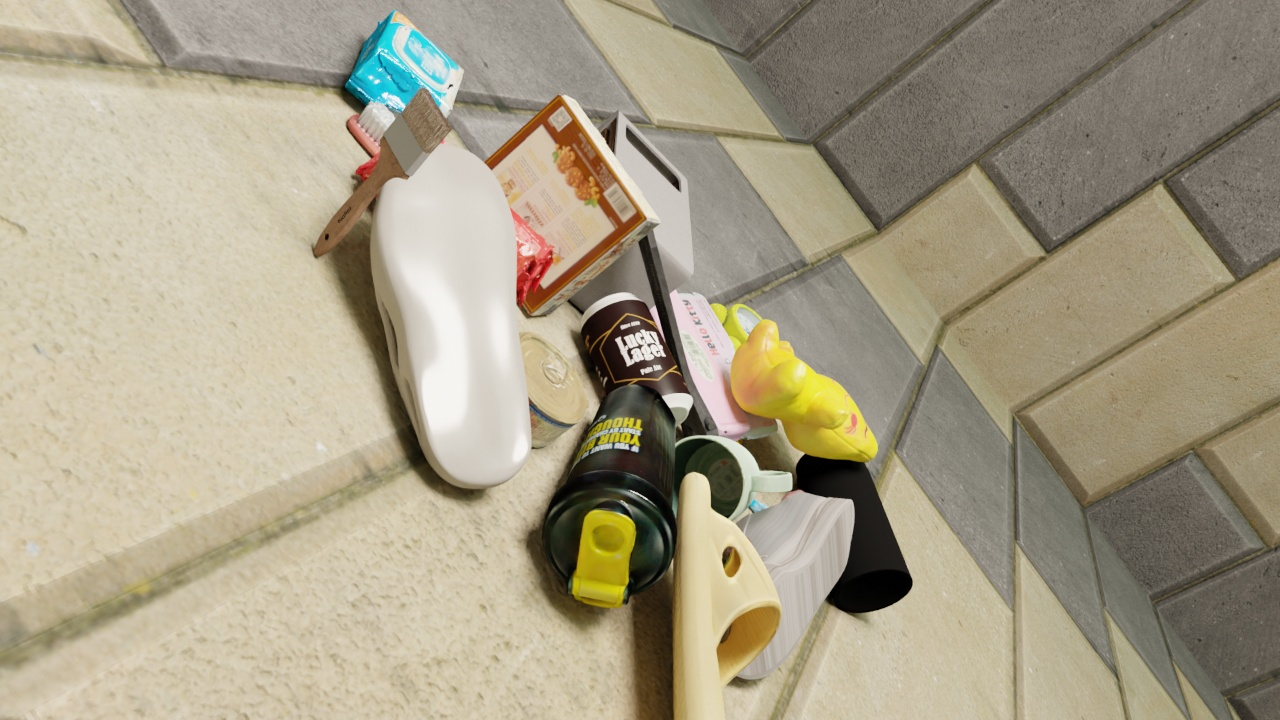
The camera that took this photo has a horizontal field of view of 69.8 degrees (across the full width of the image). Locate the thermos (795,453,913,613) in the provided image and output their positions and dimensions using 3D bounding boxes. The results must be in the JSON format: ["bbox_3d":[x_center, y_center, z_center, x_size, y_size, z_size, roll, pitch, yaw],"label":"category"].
[{"bbox_3d":[0.233,0.176,1.043,0.086,0.086,0.198,34,30,-36],"label":"thermos"}]

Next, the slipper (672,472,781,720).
[{"bbox_3d":[0.061,0.202,0.668,0.079,0.111,0.260,4,44,-2],"label":"slipper"}]

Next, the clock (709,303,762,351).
[{"bbox_3d":[0.115,-0.028,1.149,0.119,0.057,0.083,9,51,-47],"label":"clock"}]

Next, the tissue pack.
[{"bbox_3d":[-0.219,-0.268,0.870,0.093,0.062,0.144,38,28,-30],"label":"tissue pack"}]

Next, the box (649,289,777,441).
[{"bbox_3d":[0.072,0.000,1.026,0.152,0.037,0.201,-3,59,-50],"label":"box"}]

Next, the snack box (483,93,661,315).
[{"bbox_3d":[-0.080,-0.140,0.841,0.143,0.147,0.041,55,19,8],"label":"snack box"}]

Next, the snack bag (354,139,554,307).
[{"bbox_3d":[-0.149,-0.119,0.771,0.176,0.082,0.082,45,26,-16],"label":"snack bag"}]

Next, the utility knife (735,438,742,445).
[{"bbox_3d":[0.107,0.056,1.066,0.030,0.017,0.158,48,28,-22],"label":"utility knife"}]

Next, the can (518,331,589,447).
[{"bbox_3d":[-0.086,0.024,0.735,0.086,0.043,0.086,40,27,-26],"label":"can"}]

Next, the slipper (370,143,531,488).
[{"bbox_3d":[-0.146,-0.029,0.681,0.112,0.081,0.265,0,69,-36],"label":"slipper"}]

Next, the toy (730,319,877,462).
[{"bbox_3d":[0.177,0.049,1.006,0.193,0.087,0.134,35,14,-43],"label":"toy"}]

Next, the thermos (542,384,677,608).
[{"bbox_3d":[-0.015,0.097,0.713,0.098,0.098,0.220,46,20,-14],"label":"thermos"}]

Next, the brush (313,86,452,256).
[{"bbox_3d":[-0.184,-0.122,0.637,0.008,0.143,0.045,15,35,-55],"label":"brush"}]

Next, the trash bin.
[{"bbox_3d":[-0.027,-0.153,0.992,0.114,0.115,0.228,41,27,-25],"label":"trash bin"}]

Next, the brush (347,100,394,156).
[{"bbox_3d":[-0.189,-0.157,0.815,0.172,0.030,0.040,49,25,-9],"label":"brush"}]

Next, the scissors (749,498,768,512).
[{"bbox_3d":[0.103,0.129,0.971,0.140,0.013,0.117,32,32,-35],"label":"scissors"}]

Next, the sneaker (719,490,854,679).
[{"bbox_3d":[0.108,0.190,0.825,0.235,0.090,0.099,-32,123,-48],"label":"sneaker"}]

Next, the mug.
[{"bbox_3d":[0.083,0.110,0.841,0.104,0.111,0.084,10,80,-69],"label":"mug"}]

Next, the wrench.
[{"bbox_3d":[0.029,-0.029,0.888,0.073,0.018,0.273,22,-48,61],"label":"wrench"}]

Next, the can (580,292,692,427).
[{"bbox_3d":[-0.005,0.005,0.869,0.071,0.072,0.128,16,43,-53],"label":"can"}]
